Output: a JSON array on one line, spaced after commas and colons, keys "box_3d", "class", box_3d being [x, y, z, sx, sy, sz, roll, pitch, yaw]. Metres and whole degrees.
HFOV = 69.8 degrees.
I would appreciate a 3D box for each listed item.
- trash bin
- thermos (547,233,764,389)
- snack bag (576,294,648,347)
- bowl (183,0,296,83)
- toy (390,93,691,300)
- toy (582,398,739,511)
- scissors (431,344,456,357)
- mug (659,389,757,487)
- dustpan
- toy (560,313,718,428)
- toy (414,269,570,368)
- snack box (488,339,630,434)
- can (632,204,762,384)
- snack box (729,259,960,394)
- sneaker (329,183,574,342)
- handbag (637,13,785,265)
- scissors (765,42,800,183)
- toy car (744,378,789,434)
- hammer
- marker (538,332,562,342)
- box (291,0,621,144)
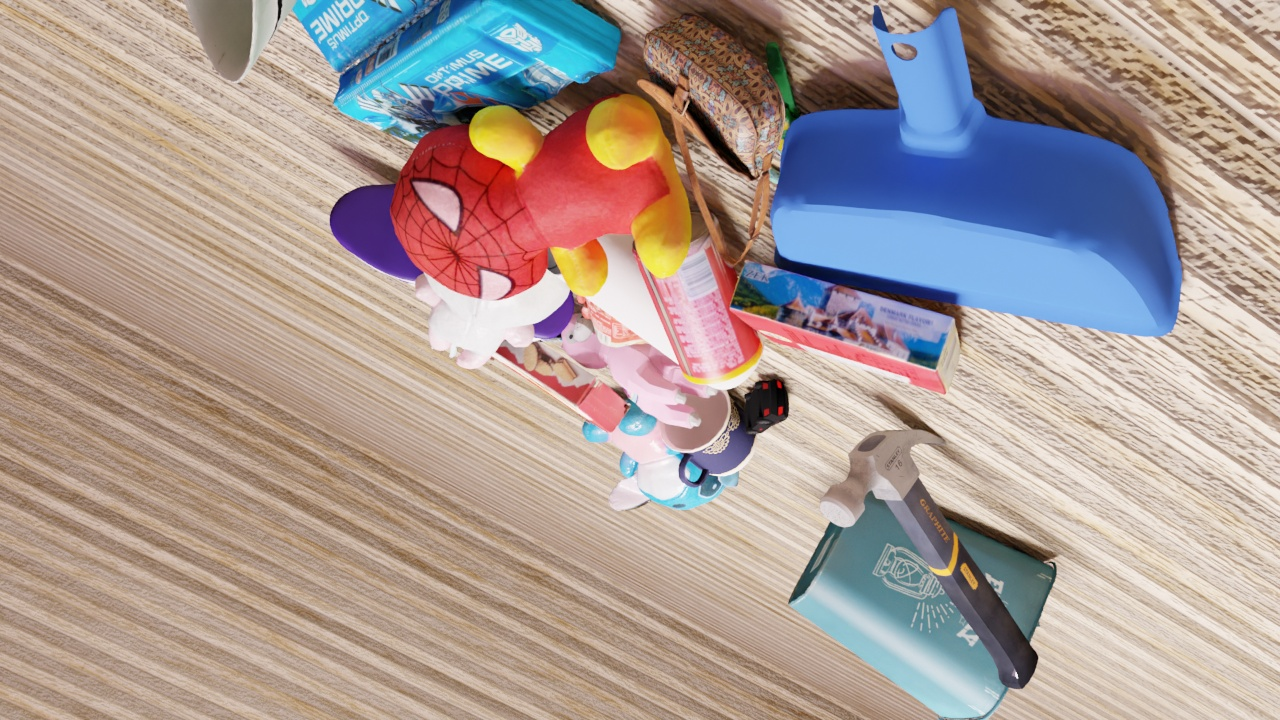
[{"box_3d": [0.306, 0.266, 1.045, 0.218, 0.196, 0.199, 30, 160, 10], "class": "trash bin"}, {"box_3d": [0.013, -0.065, 0.752, 0.230, 0.068, 0.102, 34, 134, -25], "class": "thermos"}, {"box_3d": [-0.030, -0.068, 0.841, 0.087, 0.044, 0.155, 24, 156, 18], "class": "snack bag"}, {"box_3d": [-0.230, -0.260, 0.552, 0.174, 0.067, 0.174, 25, 122, 47], "class": "bowl"}, {"box_3d": [-0.075, -0.109, 0.626, 0.217, 0.098, 0.147, -5, 122, 26], "class": "toy"}, {"box_3d": [0.016, 0.122, 1.162, 0.191, 0.098, 0.225, 42, 142, -23], "class": "toy"}, {"box_3d": [-0.205, -0.060, 1.001, 0.083, 0.016, 0.135, 32, 119, -15], "class": "scissors"}, {"box_3d": [0.076, 0.090, 0.992, 0.086, 0.111, 0.089, 2, 152, 39], "class": "mug"}, {"box_3d": [0.152, -0.090, 0.473, 0.246, 0.059, 0.257, 14, 174, 28], "class": "dustpan"}, {"box_3d": [-0.005, 0.006, 0.950, 0.158, 0.067, 0.123, 22, 162, 26], "class": "toy"}, {"box_3d": [-0.137, -0.066, 0.811, 0.139, 0.101, 0.180, 24, 127, -10], "class": "toy"}, {"box_3d": [-0.126, -0.001, 1.014, 0.273, 0.044, 0.076, 29, 170, 40], "class": "snack box"}, {"box_3d": [0.044, -0.047, 0.694, 0.067, 0.066, 0.124, 8, 133, 42], "class": "can"}, {"box_3d": [0.151, -0.021, 0.658, 0.145, 0.040, 0.142, 19, 180, 22], "class": "snack box"}, {"box_3d": [-0.187, -0.091, 0.914, 0.244, 0.091, 0.111, 28, 166, -13], "class": "sneaker"}, {"box_3d": [0.042, -0.115, 0.563, 0.093, 0.043, 0.196, 47, 167, 25], "class": "handbag"}, {"box_3d": [0.079, -0.143, 0.550, 0.131, 0.012, 0.108, 34, 159, -23], "class": "scissors"}, {"box_3d": [0.128, 0.049, 0.926, 0.036, 0.042, 0.092, 2, 162, -7], "class": "toy car"}, {"box_3d": [0.289, 0.196, 0.862, 0.312, 0.139, 0.035, 54, 152, -17], "class": "hammer"}, {"box_3d": [-0.112, -0.029, 1.071, 0.123, 0.015, 0.018, 3, 155, 44], "class": "marker"}, {"box_3d": [-0.147, -0.212, 0.592, 0.175, 0.060, 0.244, 39, 156, -30], "class": "box"}]
